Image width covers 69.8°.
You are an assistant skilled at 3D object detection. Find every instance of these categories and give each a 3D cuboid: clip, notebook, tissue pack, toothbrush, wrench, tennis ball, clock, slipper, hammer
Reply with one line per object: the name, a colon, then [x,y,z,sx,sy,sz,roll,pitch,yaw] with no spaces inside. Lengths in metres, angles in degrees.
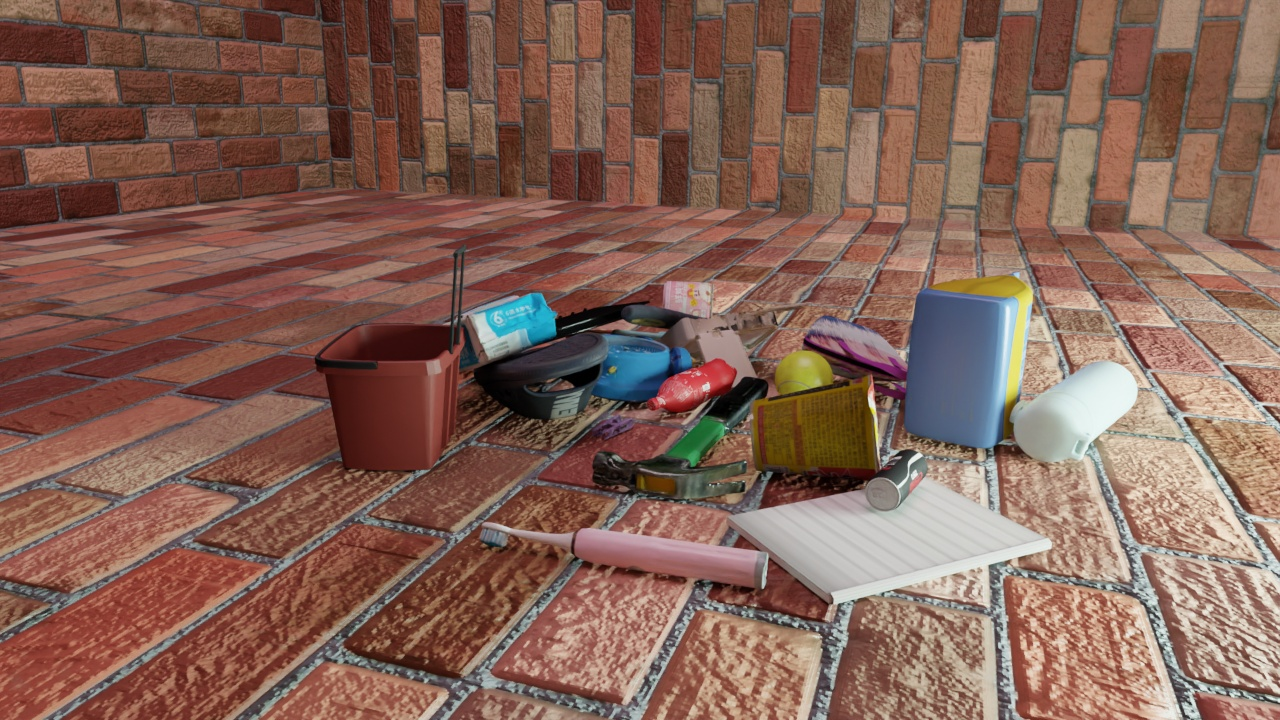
clip: [-0.028,0.070,0.955,0.036,0.013,0.052,10,20,31]
notebook: [0.196,0.137,0.733,0.209,0.009,0.143,-7,17,-24]
tissue pack: [-0.159,-0.031,0.992,0.092,0.061,0.145,-22,5,-29]
toothbrush: [-0.017,0.141,0.681,0.223,0.026,0.027,4,-27,16]
wrench: [0.061,-0.049,1.209,0.074,0.022,0.272,-23,-17,32]
notebook: [-0.124,-0.037,1.181,0.231,0.019,0.169,-19,8,-27]
tennis ball: [0.185,0.021,1.037,0.065,0.065,0.065,1,16,0]
clock: [-0.006,0.006,1.086,0.161,0.060,0.117,-7,17,-42]
slipper: [-0.113,0.028,1.006,0.110,0.083,0.269,-19,6,-24]
hammer: [0.075,0.069,0.933,0.130,0.032,0.317,6,16,21]

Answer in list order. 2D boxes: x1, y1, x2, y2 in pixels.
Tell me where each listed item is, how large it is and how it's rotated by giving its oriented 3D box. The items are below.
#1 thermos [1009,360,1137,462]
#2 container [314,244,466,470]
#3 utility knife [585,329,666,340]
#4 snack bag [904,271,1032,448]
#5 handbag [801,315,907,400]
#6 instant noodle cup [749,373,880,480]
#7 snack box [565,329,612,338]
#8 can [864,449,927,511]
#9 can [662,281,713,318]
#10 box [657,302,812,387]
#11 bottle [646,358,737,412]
thermos: [0.450,0.051,0.948,0.078,0.065,0.206,33,32,33]
container: [-0.230,-0.009,0.876,0.127,0.201,0.148,1,16,0]
utility knife: [-0.014,-0.037,1.246,0.158,0.015,0.022,6,-7,-14]
snack bag: [0.368,-0.009,0.985,0.102,0.159,0.204,11,18,35]
handbag: [0.265,0.005,1.062,0.144,0.068,0.170,16,11,-15]
instant noodle cup: [0.162,0.067,0.848,0.112,0.100,0.100,-6,14,15]
snack box: [-0.053,-0.015,1.234,0.089,0.021,0.133,1,16,-8]
can: [0.219,0.102,0.784,0.032,0.031,0.080,11,18,31]
can: [0.073,-0.088,1.415,0.076,0.067,0.067,3,16,4]
box: [0.120,-0.015,1.164,0.144,0.101,0.187,-9,-2,-24]
bottle: [0.057,0.032,1.035,0.042,0.042,0.141,14,23,38]
